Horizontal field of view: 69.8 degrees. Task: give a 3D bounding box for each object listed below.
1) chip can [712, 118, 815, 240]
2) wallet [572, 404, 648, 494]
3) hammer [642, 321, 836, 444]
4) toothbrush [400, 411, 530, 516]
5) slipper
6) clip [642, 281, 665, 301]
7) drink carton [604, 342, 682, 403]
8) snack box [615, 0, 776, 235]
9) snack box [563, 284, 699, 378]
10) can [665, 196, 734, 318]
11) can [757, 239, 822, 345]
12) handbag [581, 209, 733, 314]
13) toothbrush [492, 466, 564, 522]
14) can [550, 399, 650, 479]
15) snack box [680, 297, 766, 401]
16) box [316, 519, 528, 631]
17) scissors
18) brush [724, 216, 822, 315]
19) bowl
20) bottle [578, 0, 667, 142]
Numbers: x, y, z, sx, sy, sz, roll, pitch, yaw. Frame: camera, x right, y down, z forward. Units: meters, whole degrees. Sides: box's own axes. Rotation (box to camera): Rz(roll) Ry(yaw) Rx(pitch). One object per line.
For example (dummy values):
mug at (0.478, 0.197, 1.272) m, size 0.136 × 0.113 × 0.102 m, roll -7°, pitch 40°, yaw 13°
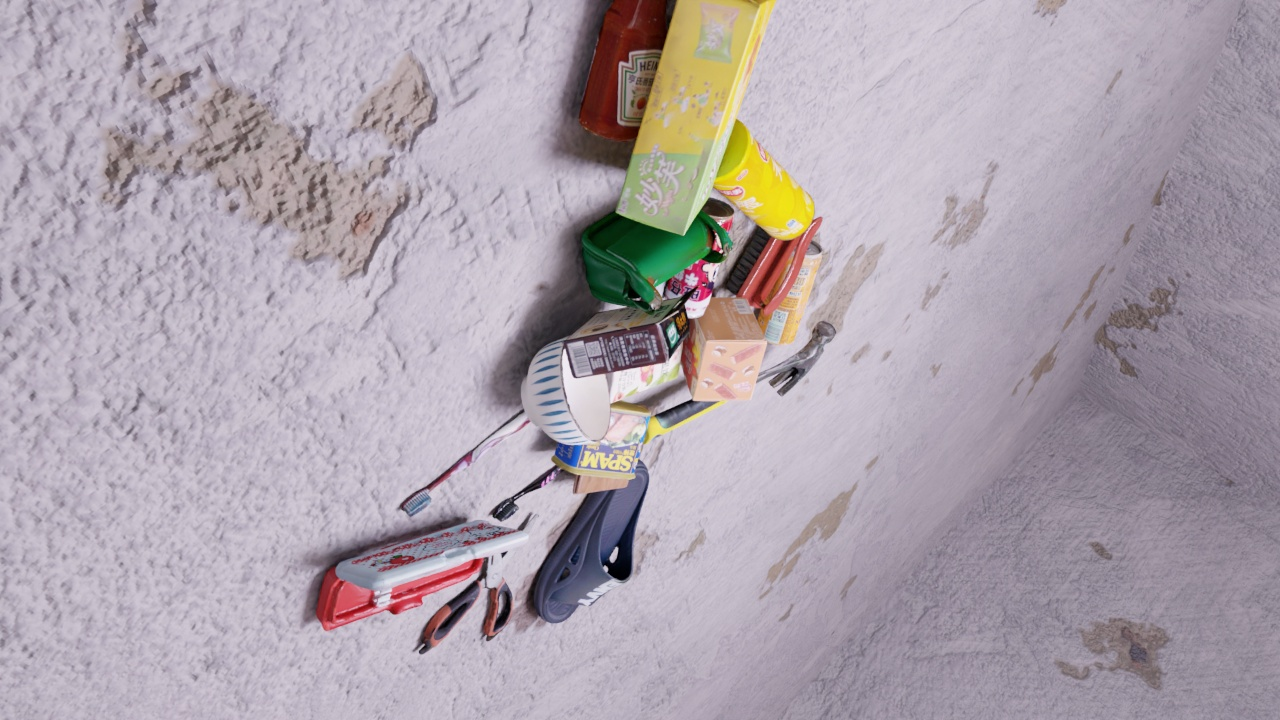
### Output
chip can at (0.130, -0.200, 1.040) m, size 0.072 × 0.072 × 0.213 m, roll -57°, pitch 150°, yaw 6°
wallet at (-0.039, 0.111, 1.152) m, size 0.101 × 0.020 × 0.115 m, roll 0°, pitch 106°, yaw -52°
hammer at (0.125, 0.041, 1.233) m, size 0.322 × 0.032 × 0.126 m, roll -23°, pitch 153°, yaw -31°
toothbrush at (-0.177, 0.105, 0.988) m, size 0.187 × 0.017 × 0.016 m, roll -37°, pitch 146°, yaw -23°
slipper at (-0.054, 0.260, 1.244) m, size 0.110 × 0.083 × 0.268 m, roll 12°, pitch 109°, yaw -54°
clip at (0.015, -0.072, 1.064) m, size 0.026 × 0.043 × 0.058 m, roll 2°, pitch 112°, yaw -50°
drink carton at (-0.006, 0.006, 1.087) m, size 0.122 × 0.045 × 0.054 m, roll -21°, pitch 125°, yaw -43°
snack box at (0.053, -0.237, 0.840) m, size 0.157 × 0.070 × 0.210 m, roll -61°, pitch 170°, yaw -63°
snack box at (-0.003, -0.030, 0.950) m, size 0.113 × 0.126 × 0.053 m, roll -50°, pitch 129°, yaw -66°
can at (0.066, -0.117, 1.053) m, size 0.053 × 0.053 × 0.133 m, roll -20°, pitch 136°, yaw -42°
can at (0.201, -0.094, 1.250) m, size 0.058 × 0.058 × 0.146 m, roll -23°, pitch 138°, yaw -40°
handbag at (0.012, -0.107, 0.930) m, size 0.131 × 0.120 × 0.068 m, roll -34°, pitch 138°, yaw -26°
toothbrush at (-0.103, 0.139, 1.120) m, size 0.188 × 0.018 × 0.014 m, roll -35°, pitch 142°, yaw -30°
can at (-0.045, 0.089, 1.076) m, size 0.102 × 0.057 × 0.083 m, roll 10°, pitch 101°, yaw -33°
snack box at (0.098, -0.014, 1.136) m, size 0.077 × 0.092 × 0.095 m, roll -1°, pitch 129°, yaw -13°
box at (-0.233, 0.217, 0.976) m, size 0.200 × 0.074 × 0.155 m, roll -9°, pitch 157°, yaw -48°
scissors at (-0.190, 0.285, 1.150) m, size 0.225 × 0.015 × 0.189 m, roll -48°, pitch 148°, yaw -7°
brush at (0.175, -0.132, 1.166) m, size 0.063 × 0.069 × 0.146 m, roll 8°, pitch 114°, yaw -56°
bowl at (-0.085, 0.036, 0.974) m, size 0.066 × 0.116 × 0.116 m, roll -14°, pitch 155°, yaw 20°
bottle at (-0.001, -0.292, 0.785) m, size 0.059 × 0.060 × 0.206 m, roll -14°, pitch 132°, yaw -46°
